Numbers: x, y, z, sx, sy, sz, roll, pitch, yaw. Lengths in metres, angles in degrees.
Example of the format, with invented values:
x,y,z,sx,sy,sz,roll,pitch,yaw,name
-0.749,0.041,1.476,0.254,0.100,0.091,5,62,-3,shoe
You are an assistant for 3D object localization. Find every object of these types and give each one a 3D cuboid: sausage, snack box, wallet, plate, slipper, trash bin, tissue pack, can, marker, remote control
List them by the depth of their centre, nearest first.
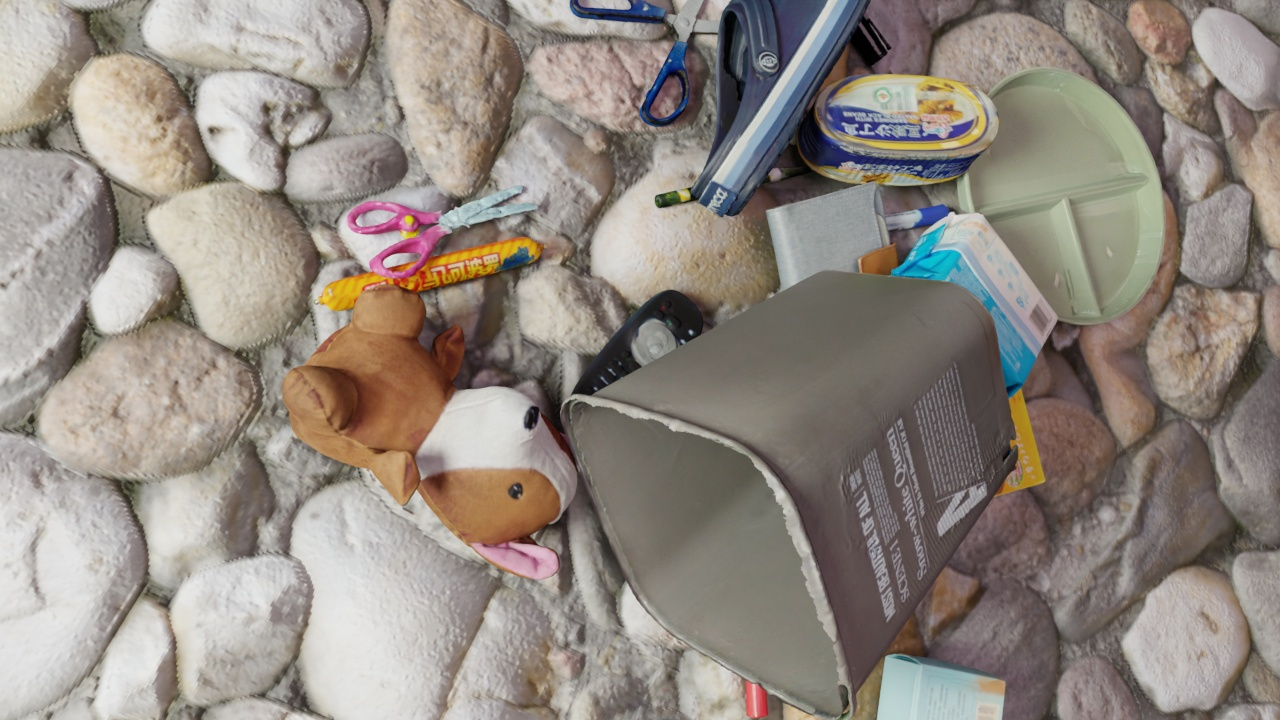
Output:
x,y,z,sx,sy,sz,roll,pitch,yaw,name
0.107,0.062,0.578,0.219,0.199,0.199,-34,118,-28,trash bin
-0.141,-0.061,0.632,0.165,0.021,0.021,-17,87,-19,sausage
-0.004,0.004,0.661,0.053,0.024,0.136,43,62,-7,remote control
0.082,0.183,0.669,0.017,0.017,0.145,1,81,-18,marker
0.212,0.310,0.672,0.074,0.052,0.174,15,76,-14,snack box
0.095,-0.225,0.694,0.095,0.105,0.252,29,76,-6,slipper
0.157,-0.065,0.709,0.106,0.037,0.130,-18,101,-21,wallet
0.255,-0.039,0.710,0.140,0.063,0.089,49,57,-11,tissue pack
0.200,-0.180,0.715,0.148,0.049,0.074,1,76,-6,can
0.249,0.071,0.732,0.140,0.034,0.087,-11,85,-21,snack box
0.188,-0.110,0.748,0.145,0.017,0.017,-11,85,-19,marker
0.165,-0.308,0.769,0.132,0.022,0.020,54,34,-4,marker
0.365,-0.142,0.797,0.230,0.028,0.230,4,80,-23,plate

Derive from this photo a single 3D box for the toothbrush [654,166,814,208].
x,y,z,sx,sy,sz,roll,pitch,yaw,name
0.095,-0.148,0.727,0.185,0.012,0.017,-17,81,-19,toothbrush

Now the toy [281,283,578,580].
x,y,z,sx,sy,sz,roll,pitch,yaw,name
-0.116,0.044,0.579,0.199,0.131,0.139,41,47,-15,toy

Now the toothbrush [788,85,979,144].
x,y,z,sx,sy,sz,roll,pitch,yaw,name
0.204,-0.203,0.767,0.189,0.029,0.020,-15,44,-18,toothbrush

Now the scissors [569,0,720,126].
x,y,z,sx,sy,sz,roll,pitch,yaw,name
0.023,-0.261,0.722,0.162,0.012,0.175,19,74,-15,scissors

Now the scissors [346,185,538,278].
x,y,z,sx,sy,sz,roll,pitch,yaw,name
-0.128,-0.090,0.635,0.137,0.017,0.076,-13,60,-22,scissors
